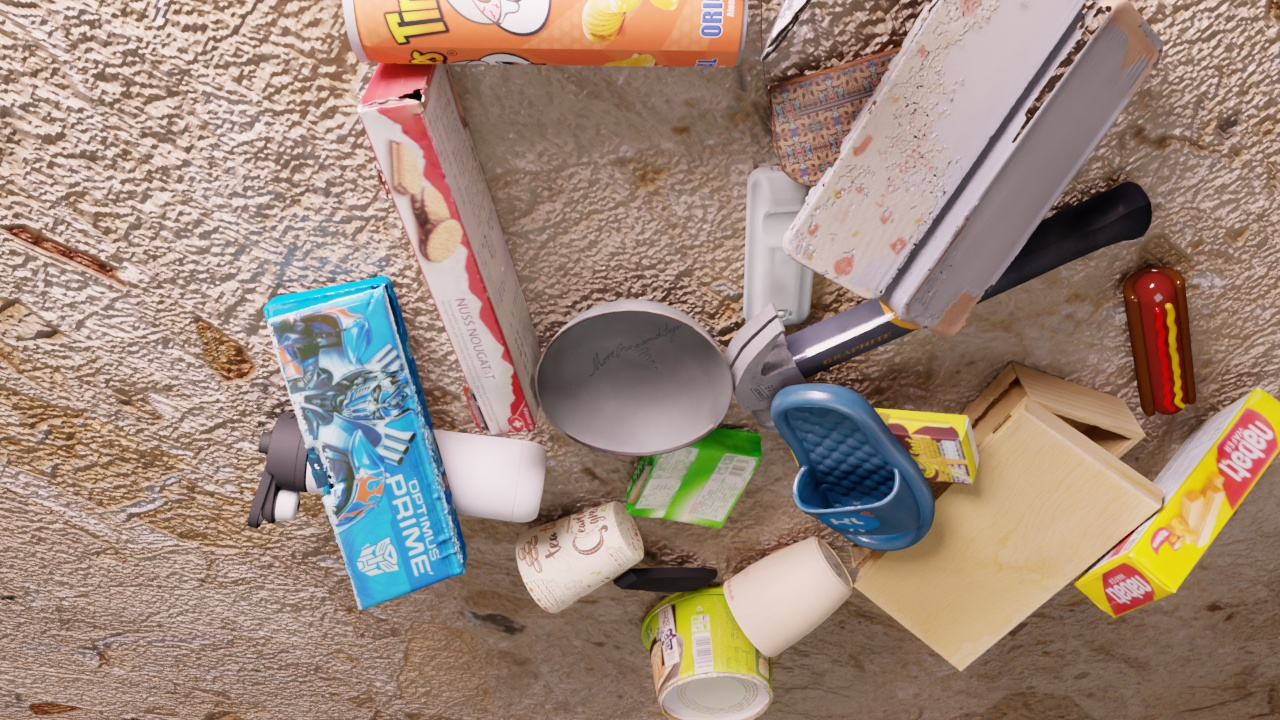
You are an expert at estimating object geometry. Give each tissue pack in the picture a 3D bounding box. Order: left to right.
[{"bbox_3d":[0.043,0.101,0.806,0.099,0.034,0.114,11,131,-15],"label":"tissue pack"}]

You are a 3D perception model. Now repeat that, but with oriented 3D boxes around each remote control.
[{"bbox_3d":[0.026,0.214,0.897,0.124,0.010,0.039,15,135,-45],"label":"remote control"},{"bbox_3d":[0.099,-0.076,0.650,0.050,0.022,0.133,-3,133,1],"label":"remote control"}]

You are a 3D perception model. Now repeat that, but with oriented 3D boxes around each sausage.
[{"bbox_3d":[0.403,-0.011,0.711,0.040,0.040,0.155,-21,131,16],"label":"sausage"}]

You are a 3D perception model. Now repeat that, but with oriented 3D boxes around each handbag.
[{"bbox_3d":[0.107,-0.200,0.537,0.094,0.043,0.196,-13,124,15],"label":"handbag"}]

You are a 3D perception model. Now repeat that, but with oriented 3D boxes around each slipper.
[{"bbox_3d":[0.166,0.094,0.717,0.104,0.059,0.214,-2,139,33],"label":"slipper"}]

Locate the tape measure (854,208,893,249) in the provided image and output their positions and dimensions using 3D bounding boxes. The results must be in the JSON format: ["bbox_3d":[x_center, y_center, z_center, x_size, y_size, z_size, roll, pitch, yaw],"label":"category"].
[{"bbox_3d":[0.166,-0.085,0.648,0.064,0.016,0.065,-29,128,23],"label":"tape measure"}]

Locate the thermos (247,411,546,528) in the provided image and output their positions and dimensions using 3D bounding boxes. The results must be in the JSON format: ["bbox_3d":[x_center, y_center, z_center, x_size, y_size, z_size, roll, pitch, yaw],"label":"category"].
[{"bbox_3d":[-0.199,0.103,0.764,0.230,0.068,0.101,9,96,-9],"label":"thermos"}]

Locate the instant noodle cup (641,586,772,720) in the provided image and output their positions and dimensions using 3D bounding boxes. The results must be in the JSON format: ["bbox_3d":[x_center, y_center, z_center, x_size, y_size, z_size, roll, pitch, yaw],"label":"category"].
[{"bbox_3d":[0.075,0.316,0.964,0.146,0.097,0.146,-1,133,-2],"label":"instant noodle cup"}]

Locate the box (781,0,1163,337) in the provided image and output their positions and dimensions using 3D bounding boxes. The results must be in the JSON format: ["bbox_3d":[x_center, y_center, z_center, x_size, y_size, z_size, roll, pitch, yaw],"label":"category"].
[{"bbox_3d":[0.195,-0.126,0.544,0.157,0.063,0.217,25,110,-21],"label":"box"}]

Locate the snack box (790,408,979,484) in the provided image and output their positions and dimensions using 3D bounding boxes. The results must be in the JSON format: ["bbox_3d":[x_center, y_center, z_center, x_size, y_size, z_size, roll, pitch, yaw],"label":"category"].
[{"bbox_3d":[0.191,0.066,0.742,0.149,0.025,0.061,3,139,33],"label":"snack box"}]

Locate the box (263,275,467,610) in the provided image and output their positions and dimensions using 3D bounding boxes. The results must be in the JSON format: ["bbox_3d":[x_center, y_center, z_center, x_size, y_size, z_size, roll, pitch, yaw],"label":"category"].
[{"bbox_3d":[-0.201,0.066,0.682,0.091,0.066,0.243,-11,110,0],"label":"box"}]

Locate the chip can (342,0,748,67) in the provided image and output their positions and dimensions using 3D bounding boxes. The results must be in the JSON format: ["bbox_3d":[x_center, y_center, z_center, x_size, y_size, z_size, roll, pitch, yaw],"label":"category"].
[{"bbox_3d":[-0.050,-0.195,0.505,0.210,0.062,0.062,0,133,-2],"label":"chip can"}]

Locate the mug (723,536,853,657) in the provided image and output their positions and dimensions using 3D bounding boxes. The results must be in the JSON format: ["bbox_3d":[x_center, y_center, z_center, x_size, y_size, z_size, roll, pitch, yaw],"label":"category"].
[{"bbox_3d":[0.154,0.228,0.905,0.104,0.085,0.111,-38,152,15],"label":"mug"}]

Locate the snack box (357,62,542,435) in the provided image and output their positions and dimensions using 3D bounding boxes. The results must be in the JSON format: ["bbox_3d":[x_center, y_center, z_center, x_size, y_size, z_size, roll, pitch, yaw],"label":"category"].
[{"bbox_3d":[-0.118,-0.066,0.616,0.044,0.076,0.273,-5,134,7],"label":"snack box"}]

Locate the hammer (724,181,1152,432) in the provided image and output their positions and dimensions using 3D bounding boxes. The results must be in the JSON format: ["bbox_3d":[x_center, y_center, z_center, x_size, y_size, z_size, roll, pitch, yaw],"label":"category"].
[{"bbox_3d":[0.209,-0.040,0.668,0.313,0.035,0.139,-25,147,14],"label":"hammer"}]

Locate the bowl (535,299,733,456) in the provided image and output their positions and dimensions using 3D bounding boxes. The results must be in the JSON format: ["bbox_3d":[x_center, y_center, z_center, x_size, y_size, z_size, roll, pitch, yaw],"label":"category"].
[{"bbox_3d":[-0.004,0.004,0.696,0.151,0.056,0.151,1,132,1],"label":"bowl"}]

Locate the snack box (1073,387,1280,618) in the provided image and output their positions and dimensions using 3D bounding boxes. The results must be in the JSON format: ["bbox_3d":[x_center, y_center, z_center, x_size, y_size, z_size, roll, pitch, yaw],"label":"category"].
[{"bbox_3d":[0.433,0.112,0.729,0.200,0.042,0.092,-41,161,-20],"label":"snack box"}]

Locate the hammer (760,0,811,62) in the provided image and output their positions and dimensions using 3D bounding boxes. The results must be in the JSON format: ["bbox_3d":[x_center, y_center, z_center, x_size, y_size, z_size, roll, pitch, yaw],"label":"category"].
[{"bbox_3d":[-0.056,-0.237,0.455,0.326,0.036,0.140,6,91,0],"label":"hammer"}]

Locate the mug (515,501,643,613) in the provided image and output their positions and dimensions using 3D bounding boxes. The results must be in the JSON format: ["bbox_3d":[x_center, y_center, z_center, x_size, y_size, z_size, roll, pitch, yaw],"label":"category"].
[{"bbox_3d":[-0.045,0.184,0.865,0.097,0.081,0.122,-27,150,12],"label":"mug"}]

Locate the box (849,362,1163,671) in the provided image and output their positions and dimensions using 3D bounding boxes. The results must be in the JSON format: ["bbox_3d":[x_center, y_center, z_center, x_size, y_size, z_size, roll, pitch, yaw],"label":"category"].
[{"bbox_3d":[0.301,0.133,0.795,0.141,0.148,0.249,23,127,-8],"label":"box"}]
